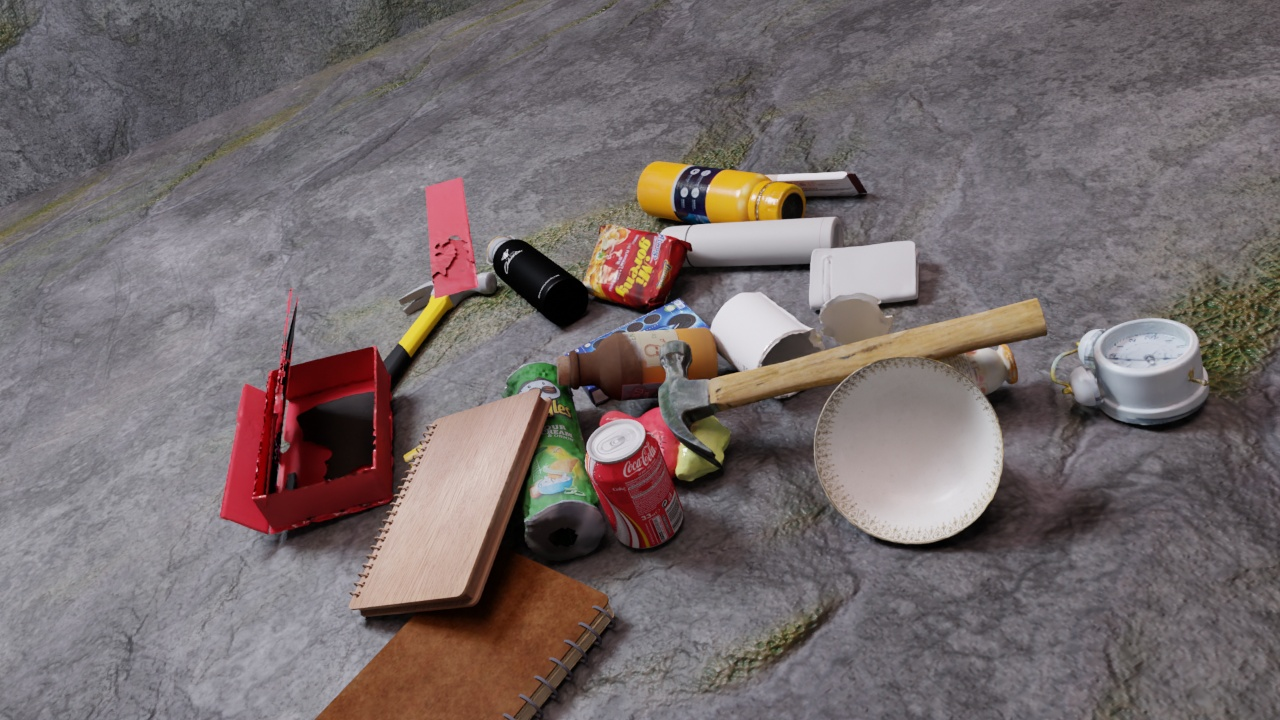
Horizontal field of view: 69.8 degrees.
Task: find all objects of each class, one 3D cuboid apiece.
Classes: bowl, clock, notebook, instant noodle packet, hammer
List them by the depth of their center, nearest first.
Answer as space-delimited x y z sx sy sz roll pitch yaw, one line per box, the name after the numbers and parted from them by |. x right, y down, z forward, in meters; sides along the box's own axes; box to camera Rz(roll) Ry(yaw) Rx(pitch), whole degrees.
-0.141 0.252 0.724 0.168 0.024 0.224 13 47 40 | notebook
0.216 0.068 0.732 0.145 0.145 0.063 -1 2 26 | bowl
0.401 0.009 0.754 0.118 0.057 0.083 -1 38 37 | clock
0.173 0.006 0.791 0.331 0.033 0.132 -15 50 17 | hammer
-0.175 0.130 0.840 0.170 0.022 0.209 -16 42 36 | notebook
-0.009 -0.114 1.114 0.136 0.039 0.098 18 79 40 | instant noodle packet
-0.301 -0.008 1.159 0.127 0.029 0.322 -2 40 25 | hammer

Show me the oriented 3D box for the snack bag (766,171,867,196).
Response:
0.207 -0.226 1.178 0.158 0.057 0.013 5 77 32 | snack bag

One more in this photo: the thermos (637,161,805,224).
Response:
0.107 -0.213 1.187 0.233 0.076 0.091 18 47 43 | thermos

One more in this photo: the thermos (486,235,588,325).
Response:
-0.146 -0.115 1.193 0.061 0.061 0.231 -31 36 -16 | thermos

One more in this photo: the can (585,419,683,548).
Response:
-0.006 0.106 0.783 0.064 0.105 0.064 -14 35 10 | can

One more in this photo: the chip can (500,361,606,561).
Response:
-0.086 0.091 0.872 0.075 0.075 0.223 -20 35 0 | chip can

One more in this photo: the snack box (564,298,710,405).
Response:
-0.001 -0.011 1.008 0.150 0.027 0.082 -27 36 -10 | snack box

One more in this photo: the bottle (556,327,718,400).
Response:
-0.005 0.005 0.917 0.157 0.068 0.067 -4 34 -7 | bottle

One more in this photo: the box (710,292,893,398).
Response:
0.154 -0.031 0.897 0.143 0.083 0.137 -37 37 -2 | box

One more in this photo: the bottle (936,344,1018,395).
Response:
0.270 0.016 0.802 0.109 0.063 0.063 -16 35 9 | bottle

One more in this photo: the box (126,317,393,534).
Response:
-0.516 0.065 0.943 0.510 0.141 0.215 0 39 -15 | box

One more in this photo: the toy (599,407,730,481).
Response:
0.019 0.075 0.864 0.135 0.045 0.091 7 41 26 | toy

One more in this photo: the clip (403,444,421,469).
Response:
-0.219 0.100 0.966 0.053 0.044 0.050 -32 11 -19 | clip

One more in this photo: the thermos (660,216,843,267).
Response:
0.126 -0.139 1.096 0.225 0.052 0.052 1 40 28 | thermos

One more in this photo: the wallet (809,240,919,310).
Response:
0.241 -0.088 0.992 0.116 0.032 0.086 -1 50 23 | wallet
